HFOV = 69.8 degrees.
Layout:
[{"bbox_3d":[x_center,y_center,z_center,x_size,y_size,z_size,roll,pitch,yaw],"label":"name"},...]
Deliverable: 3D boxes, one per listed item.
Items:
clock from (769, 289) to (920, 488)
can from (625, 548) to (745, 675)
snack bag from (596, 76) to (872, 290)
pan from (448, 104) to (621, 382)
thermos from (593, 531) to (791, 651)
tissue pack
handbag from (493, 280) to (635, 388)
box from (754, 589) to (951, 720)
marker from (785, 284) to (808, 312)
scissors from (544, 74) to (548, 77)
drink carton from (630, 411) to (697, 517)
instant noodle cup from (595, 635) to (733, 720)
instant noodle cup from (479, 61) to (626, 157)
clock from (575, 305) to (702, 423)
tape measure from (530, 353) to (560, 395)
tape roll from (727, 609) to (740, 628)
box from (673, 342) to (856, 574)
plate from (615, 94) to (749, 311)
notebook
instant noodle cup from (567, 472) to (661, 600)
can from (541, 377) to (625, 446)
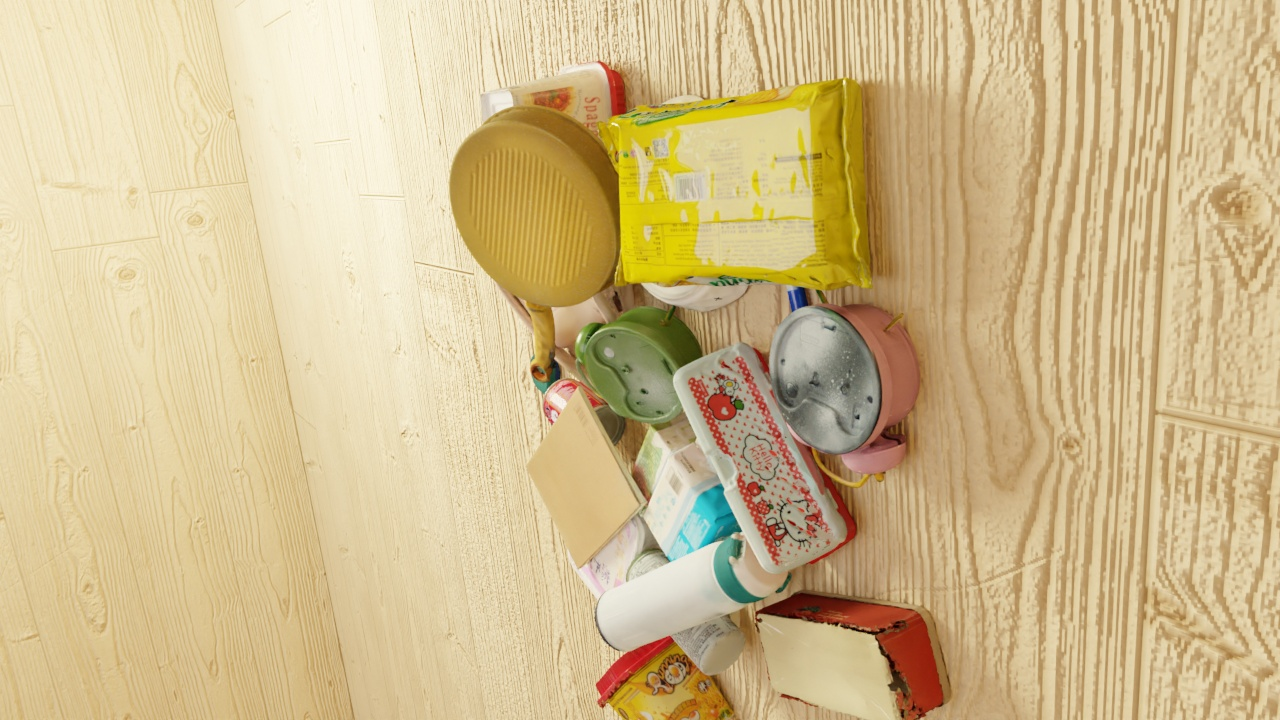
[{"bbox_3d":[0.161,0.028,0.726,0.117,0.059,0.159,27,123,49],"label":"clock"},{"bbox_3d":[0.046,0.265,0.979,0.147,0.058,0.058,39,133,44],"label":"can"},{"bbox_3d":[0.068,-0.134,0.737,0.247,0.068,0.158,4,105,39],"label":"snack bag"},{"bbox_3d":[-0.102,-0.093,0.945,0.198,0.078,0.358,27,132,16],"label":"pan"},{"bbox_3d":[0.048,0.224,0.883,0.225,0.073,0.073,-36,72,42],"label":"thermos"},{"bbox_3d":[0.061,0.153,0.931,0.090,0.063,0.140,54,142,32],"label":"tissue pack"},{"bbox_3d":[-0.065,-0.059,1.043,0.194,0.093,0.234,-29,86,58],"label":"handbag"},{"bbox_3d":[0.170,0.257,0.788,0.169,0.077,0.091,-14,90,59],"label":"box"},{"bbox_3d":[0.121,-0.103,0.774,0.017,0.016,0.146,-11,93,59],"label":"marker"},{"bbox_3d":[-0.129,-0.266,1.108,0.162,0.012,0.174,46,137,39],"label":"scissors"},{"bbox_3d":[0.026,0.113,0.981,0.045,0.053,0.123,51,141,28],"label":"drink carton"},{"bbox_3d":[0.030,0.382,1.042,0.123,0.116,0.116,50,142,18],"label":"instant noodle cup"},{"bbox_3d":[-0.091,-0.245,0.949,0.117,0.124,0.116,19,118,55],"label":"instant noodle cup"},{"bbox_3d":[-0.006,0.005,0.935,0.162,0.056,0.116,-16,113,42],"label":"clock"},{"bbox_3d":[-0.127,0.016,1.210,0.054,0.025,0.058,34,129,46],"label":"tape measure"},{"bbox_3d":[0.077,0.265,1.001,0.086,0.013,0.086,30,127,49],"label":"tape roll"},{"bbox_3d":[0.100,0.087,0.810,0.201,0.098,0.095,64,146,19],"label":"box"},{"bbox_3d":[0.035,-0.143,0.868,0.205,0.045,0.205,28,125,50],"label":"plate"},{"bbox_3d":[-0.071,0.141,1.063,0.149,0.012,0.212,60,145,18],"label":"notebook"},{"bbox_3d":[-0.025,0.211,1.096,0.138,0.060,0.174,42,137,42],"label":"instant noodle cup"},{"bbox_3d":[-0.070,0.065,1.100,0.094,0.066,0.067,33,129,48],"label":"can"}]
